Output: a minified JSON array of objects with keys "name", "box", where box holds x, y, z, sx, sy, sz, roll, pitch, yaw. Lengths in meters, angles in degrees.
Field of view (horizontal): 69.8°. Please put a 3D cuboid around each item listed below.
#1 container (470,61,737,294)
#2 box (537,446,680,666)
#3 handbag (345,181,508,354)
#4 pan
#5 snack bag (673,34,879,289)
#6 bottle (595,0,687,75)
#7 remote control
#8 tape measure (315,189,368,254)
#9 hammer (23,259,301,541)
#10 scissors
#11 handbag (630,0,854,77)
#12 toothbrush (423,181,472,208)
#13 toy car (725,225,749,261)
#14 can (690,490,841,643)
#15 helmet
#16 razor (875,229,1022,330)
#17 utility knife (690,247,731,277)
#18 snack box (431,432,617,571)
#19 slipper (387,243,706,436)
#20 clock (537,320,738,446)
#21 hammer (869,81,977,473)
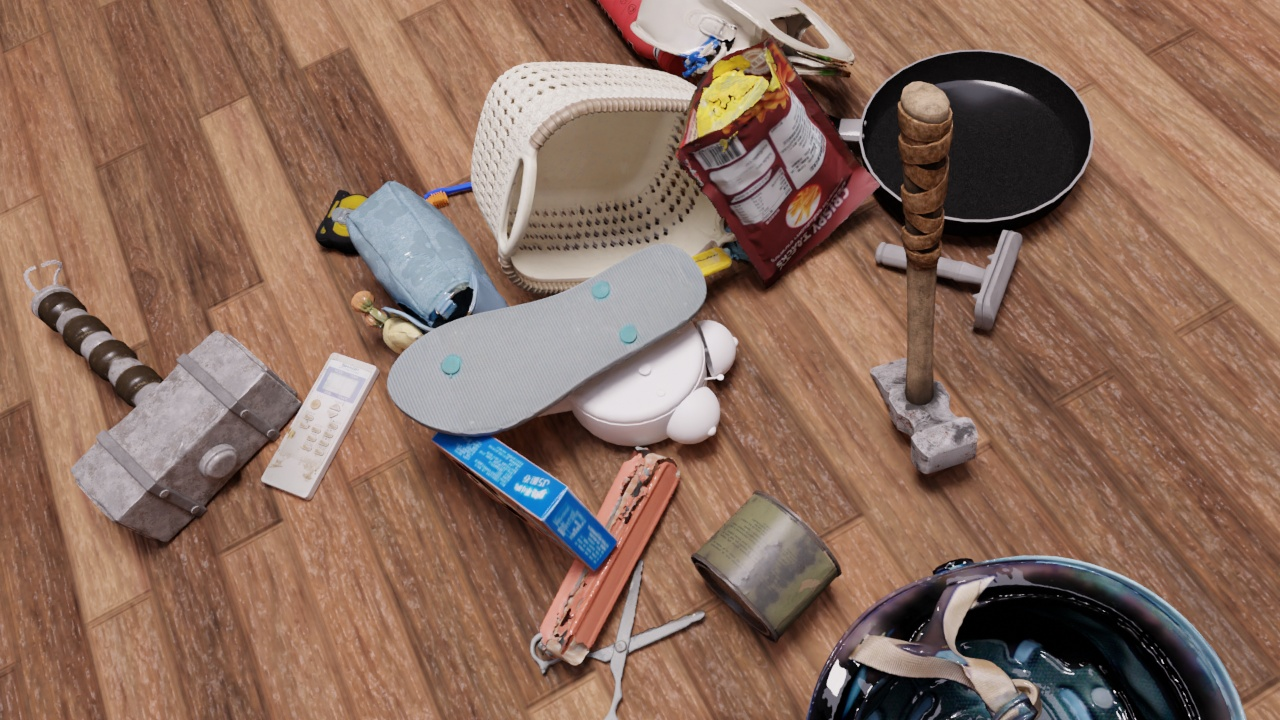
[{"name":"container","box":[-0.026,-0.163,0.796,0.245,0.185,0.143,-8,45,-35]},{"name":"box","box":[-0.021,0.156,0.735,0.056,0.059,0.186,31,68,-5]},{"name":"handbag","box":[-0.197,-0.063,0.830,0.118,0.122,0.192,-40,66,0]},{"name":"pan","box":[0.237,-0.213,0.879,0.356,0.044,0.203,8,64,15]},{"name":"snack bag","box":[0.117,-0.154,0.764,0.139,0.208,0.066,-49,45,2]},{"name":"bottle","box":[0.001,-0.371,0.978,0.062,0.062,0.176,-29,64,-6]},{"name":"remote control","box":[-0.293,0.058,0.843,0.050,0.011,0.135,17,68,15]},{"name":"tape measure","box":[-0.289,-0.139,0.923,0.061,0.034,0.061,12,68,11]},{"name":"hammer","box":[-0.487,0.006,0.857,0.326,0.079,0.176,35,74,21]},{"name":"scissors","box":[-0.018,0.241,0.717,0.142,0.014,0.174,-5,62,9]},{"name":"handbag","box":[0.102,-0.304,0.862,0.199,0.093,0.200,33,33,13]},{"name":"toothbrush","box":[-0.131,-0.182,0.932,0.182,0.016,0.018,-12,69,2]},{"name":"toy car","box":[0.119,-0.142,0.872,0.060,0.027,0.107,19,69,16]},{"name":"can","box":[0.094,0.157,0.699,0.074,0.090,0.090,-43,67,-12]},{"name":"helmet","box":[0.234,0.246,0.594,0.265,0.167,0.225,-21,66,0]},{"name":"razor","box":[0.268,-0.083,0.819,0.116,0.047,0.088,18,68,24]},{"name":"utility knife","box":[0.016,-0.070,0.804,0.151,0.017,0.030,-21,55,-22]},{"name":"snack box","box":[-0.094,0.102,0.726,0.151,0.087,0.034,25,69,41]},{"name":"slipper","box":[-0.068,-0.008,0.747,0.268,0.055,0.098,-23,74,-10]},{"name":"clock","box":[-0.004,0.005,0.789,0.161,0.073,0.125,10,62,14]},{"name":"hammer","box":[0.202,-0.052,0.661,0.049,0.319,0.121,-18,45,-1]}]
